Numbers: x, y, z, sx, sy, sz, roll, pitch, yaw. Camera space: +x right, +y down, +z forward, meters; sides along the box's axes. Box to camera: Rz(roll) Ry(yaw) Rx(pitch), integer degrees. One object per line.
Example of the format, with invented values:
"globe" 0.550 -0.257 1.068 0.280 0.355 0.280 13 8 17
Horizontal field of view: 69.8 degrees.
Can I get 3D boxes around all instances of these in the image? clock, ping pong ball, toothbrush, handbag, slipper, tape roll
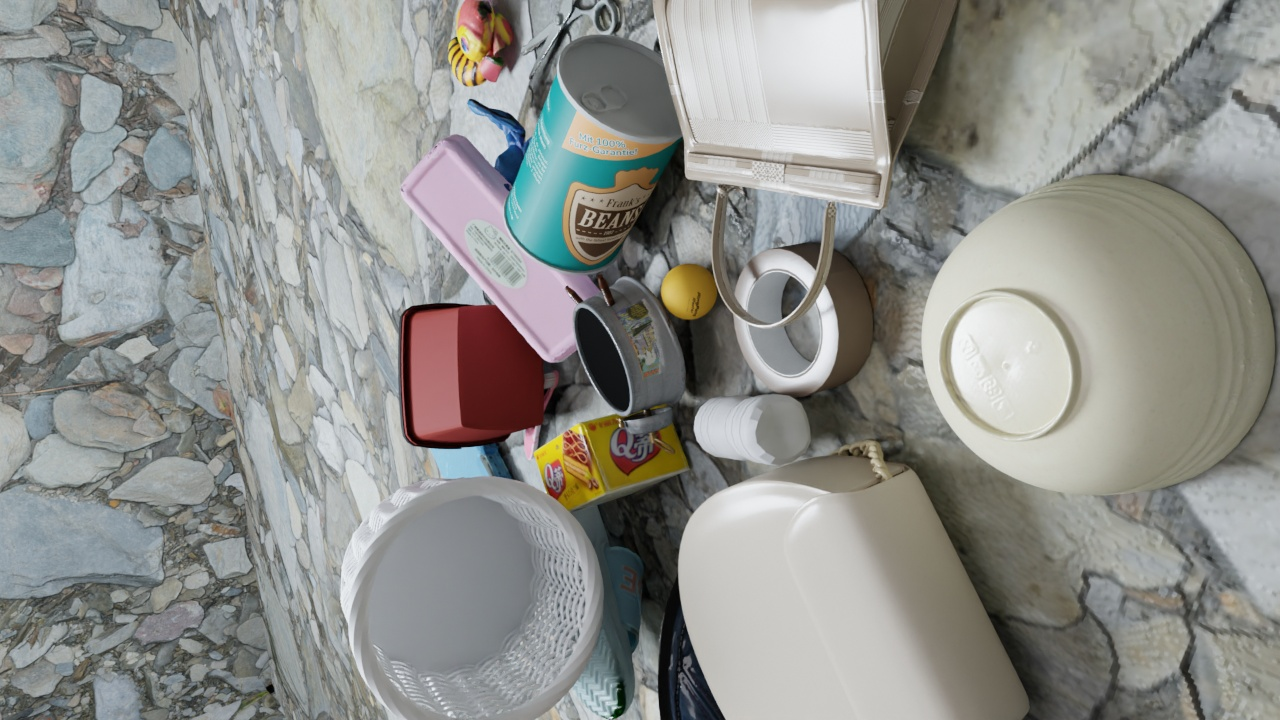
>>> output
"clock" -0.004 0.004 0.693 0.104 0.056 0.148 -4 107 68
"ping pong ball" 0.035 -0.049 0.656 0.040 0.040 0.040 27 123 50
"toothbrush" -0.104 0.058 0.930 0.021 0.016 0.135 58 143 33
"handbag" 0.111 0.170 0.567 0.209 0.103 0.210 -39 70 51
"slipper" -0.037 0.194 0.832 0.104 0.074 0.245 117 146 -49
"slipper" 0.069 0.279 0.691 0.084 0.108 0.265 1 97 25
"tape roll" 0.100 -0.026 0.575 0.094 0.030 0.094 27 123 50
"handbag" 0.077 -0.116 0.528 0.176 0.062 0.198 24 115 51

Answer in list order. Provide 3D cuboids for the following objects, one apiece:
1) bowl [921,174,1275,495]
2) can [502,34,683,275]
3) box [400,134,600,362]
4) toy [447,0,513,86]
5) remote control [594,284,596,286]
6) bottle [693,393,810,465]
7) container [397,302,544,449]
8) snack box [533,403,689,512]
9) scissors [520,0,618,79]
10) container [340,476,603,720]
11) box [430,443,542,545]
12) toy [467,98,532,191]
"bowl" 0.185 -0.004 0.413 0.151 0.075 0.151 27 124 49
"can" -0.034 -0.145 0.669 0.099 0.099 0.144 62 145 21
"box" -0.113 -0.091 0.793 0.111 0.101 0.201 -40 94 22
"toy" -0.149 -0.296 0.841 0.084 0.046 0.104 61 149 11
"remote control" -0.015 -0.020 0.769 0.131 0.012 0.033 49 141 35
"bottle" 0.068 0.045 0.619 0.136 0.044 0.044 169 87 -75
"container" -0.180 0.015 0.926 0.201 0.126 0.148 -9 82 56
"snack box" -0.026 0.082 0.758 0.106 0.083 0.061 -34 72 57
"scissors" -0.060 -0.290 0.735 0.153 0.014 0.131 21 120 48
"container" -0.148 0.190 0.759 0.187 0.189 0.189 163 92 -69
"box" -0.194 0.166 1.074 0.231 0.060 0.176 58 144 25
"toy" -0.121 -0.161 0.830 0.113 0.070 0.177 48 139 20
